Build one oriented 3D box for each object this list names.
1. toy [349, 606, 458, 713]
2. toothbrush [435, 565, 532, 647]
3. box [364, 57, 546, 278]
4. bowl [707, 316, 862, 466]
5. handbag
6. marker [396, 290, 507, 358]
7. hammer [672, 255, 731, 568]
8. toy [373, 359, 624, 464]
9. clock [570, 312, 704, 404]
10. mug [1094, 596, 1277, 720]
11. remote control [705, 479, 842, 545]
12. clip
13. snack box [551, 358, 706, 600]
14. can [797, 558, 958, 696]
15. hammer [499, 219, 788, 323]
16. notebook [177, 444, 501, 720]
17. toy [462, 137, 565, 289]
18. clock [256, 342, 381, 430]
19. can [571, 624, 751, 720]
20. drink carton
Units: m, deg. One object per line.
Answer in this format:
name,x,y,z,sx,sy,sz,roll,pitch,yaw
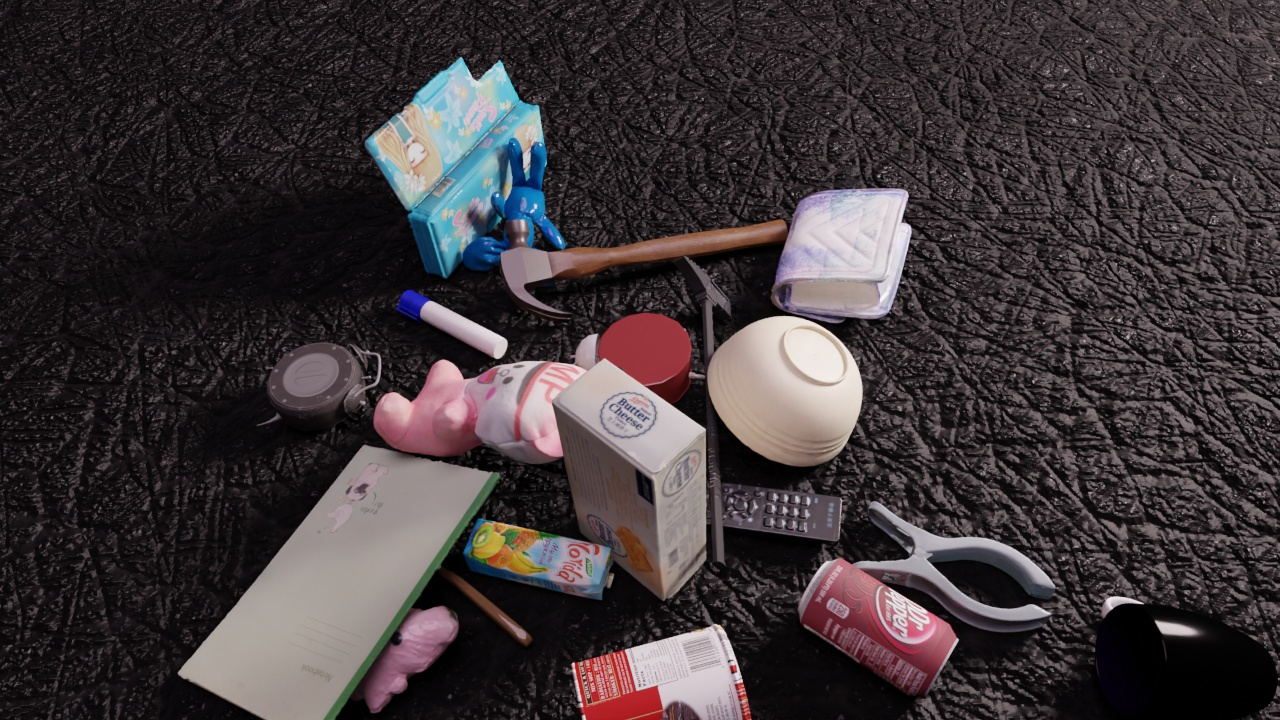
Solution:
toy,-0.202,0.233,0.741,0.099,0.053,0.095,15,66,29
toothbrush,-0.154,0.193,0.792,0.167,0.016,0.016,32,60,26
box,-0.191,-0.230,1.031,0.056,0.185,0.226,14,52,27
bowl,0.145,0.015,0.848,0.150,0.076,0.150,13,50,-16
handbag,0.218,-0.116,0.993,0.127,0.069,0.158,4,49,25
marker,-0.201,-0.038,0.977,0.133,0.023,0.027,26,78,22
hammer,0.063,0.039,0.858,0.015,0.095,0.324,-22,46,26
toy,-0.127,0.046,0.834,0.213,0.084,0.141,-4,19,23
clock,-0.006,0.005,0.913,0.137,0.048,0.096,-20,53,-10
mug,0.411,0.223,0.703,0.100,0.085,0.118,9,21,-6
remote control,0.102,0.136,0.821,0.150,0.022,0.047,7,52,11
clip,0.268,0.166,0.783,0.163,0.028,0.107,15,52,14
snack box,-0.004,0.101,0.734,0.104,0.208,0.057,35,61,27
can,0.186,0.210,0.727,0.114,0.063,0.063,30,58,24
hammer,0.009,-0.117,1.004,0.322,0.033,0.115,-10,78,-13
notebook,-0.249,0.180,0.773,0.182,0.010,0.251,6,48,34
toy,-0.142,-0.161,1.036,0.113,0.071,0.176,3,76,2
clock,-0.317,0.027,0.918,0.123,0.044,0.091,-7,51,-2
can,0.015,0.255,0.686,0.116,0.087,0.086,-13,51,-7
drink carton,-0.086,0.172,0.790,0.129,0.039,0.044,10,52,11
